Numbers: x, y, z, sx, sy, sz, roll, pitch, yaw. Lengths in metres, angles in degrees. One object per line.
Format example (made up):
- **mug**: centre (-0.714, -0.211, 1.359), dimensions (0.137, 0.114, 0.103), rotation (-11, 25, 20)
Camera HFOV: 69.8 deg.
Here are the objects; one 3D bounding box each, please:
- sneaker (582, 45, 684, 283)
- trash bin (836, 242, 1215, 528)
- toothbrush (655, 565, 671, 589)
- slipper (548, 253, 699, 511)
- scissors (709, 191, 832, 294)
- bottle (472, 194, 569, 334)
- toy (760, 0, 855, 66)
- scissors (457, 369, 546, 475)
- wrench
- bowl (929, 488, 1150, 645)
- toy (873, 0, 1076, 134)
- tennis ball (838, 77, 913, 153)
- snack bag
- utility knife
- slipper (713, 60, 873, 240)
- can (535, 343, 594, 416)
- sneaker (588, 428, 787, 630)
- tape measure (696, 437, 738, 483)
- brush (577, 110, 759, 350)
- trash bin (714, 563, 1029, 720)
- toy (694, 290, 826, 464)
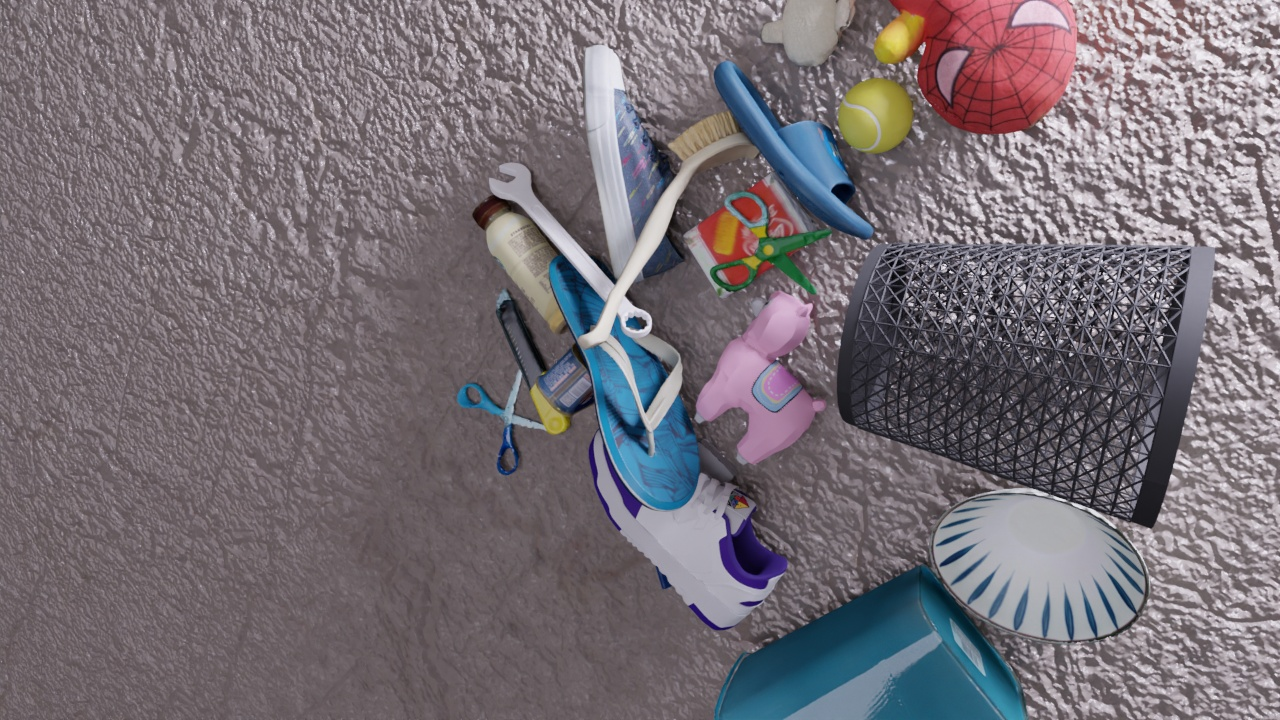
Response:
- **sneaker**: centre (-0.006, -0.196, 0.919), dimensions (0.079, 0.087, 0.235), rotation (-9, 102, 4)
- **trash bin**: centre (0.306, 0.000, 0.755), dimensions (0.243, 0.216, 0.217), rotation (12, 104, 27)
- **toothbrush**: centre (0.008, 0.159, 1.006), dimensions (0.017, 0.016, 0.190), rotation (-13, 95, 17)
- **slipper**: centre (-0.005, 0.005, 0.905), dimensions (0.060, 0.118, 0.294), rotation (-40, 64, 37)
- **scissors**: centre (0.119, -0.111, 0.869), dimensions (0.126, 0.011, 0.127), rotation (-16, 95, 26)
- **bottle**: centre (-0.117, -0.105, 0.985), dimensions (0.057, 0.056, 0.162), rotation (-42, 83, 24)
- **toy**: centre (0.158, -0.312, 0.831), dimensions (0.112, 0.050, 0.087), rotation (19, 108, 41)
- **scissors**: centre (-0.157, 0.070, 1.061), dimensions (0.127, 0.014, 0.133), rotation (11, 100, 16)
- **wrench**: centre (-0.074, -0.117, 0.932), dimensions (0.273, 0.047, 0.009), rotation (49, 156, 28)
- **bowl**: centre (0.356, 0.165, 0.818), dimensions (0.177, 0.070, 0.178), rotation (18, 132, 22)
- **toy**: centre (0.274, -0.288, 0.764), dimensions (0.148, 0.098, 0.216), rotation (-31, 86, 35)
- **tennis ball**: centre (0.210, -0.219, 0.821), dimensions (0.065, 0.065, 0.065), rotation (4, 102, 22)
- **snack bag**: centre (0.107, -0.122, 0.899), dimensions (0.116, 0.036, 0.077), rotation (-33, 87, 25)
- **utility knife**: centre (-0.124, 0.001, 1.029), dimensions (0.029, 0.020, 0.174), rotation (-24, 90, 8)
- **slipper**: centre (0.143, -0.196, 0.836), dimensions (0.059, 0.103, 0.213), rotation (-41, 79, 21)
- **can**: centre (-0.059, 0.014, 0.960), dimensions (0.059, 0.099, 0.054), rotation (-43, 83, 22)
- **sneaker**: centre (0.052, 0.151, 0.925), dimensions (0.111, 0.091, 0.244), rotation (-39, 89, 28)
- **tape measure**: centre (0.063, 0.119, 0.973), dimensions (0.062, 0.020, 0.060), rotation (47, 113, 8)
- **brush**: centre (0.018, -0.124, 0.866), dimensions (0.077, 0.062, 0.272), rotation (32, 80, 9)
- **trash bin**: centre (0.223, 0.325, 0.862), dimensions (0.219, 0.196, 0.199), rotation (-40, 84, 18)
- **toy**: centre (0.126, 0.016, 0.903), dimensions (0.123, 0.067, 0.158), rotation (42, 109, 9)
